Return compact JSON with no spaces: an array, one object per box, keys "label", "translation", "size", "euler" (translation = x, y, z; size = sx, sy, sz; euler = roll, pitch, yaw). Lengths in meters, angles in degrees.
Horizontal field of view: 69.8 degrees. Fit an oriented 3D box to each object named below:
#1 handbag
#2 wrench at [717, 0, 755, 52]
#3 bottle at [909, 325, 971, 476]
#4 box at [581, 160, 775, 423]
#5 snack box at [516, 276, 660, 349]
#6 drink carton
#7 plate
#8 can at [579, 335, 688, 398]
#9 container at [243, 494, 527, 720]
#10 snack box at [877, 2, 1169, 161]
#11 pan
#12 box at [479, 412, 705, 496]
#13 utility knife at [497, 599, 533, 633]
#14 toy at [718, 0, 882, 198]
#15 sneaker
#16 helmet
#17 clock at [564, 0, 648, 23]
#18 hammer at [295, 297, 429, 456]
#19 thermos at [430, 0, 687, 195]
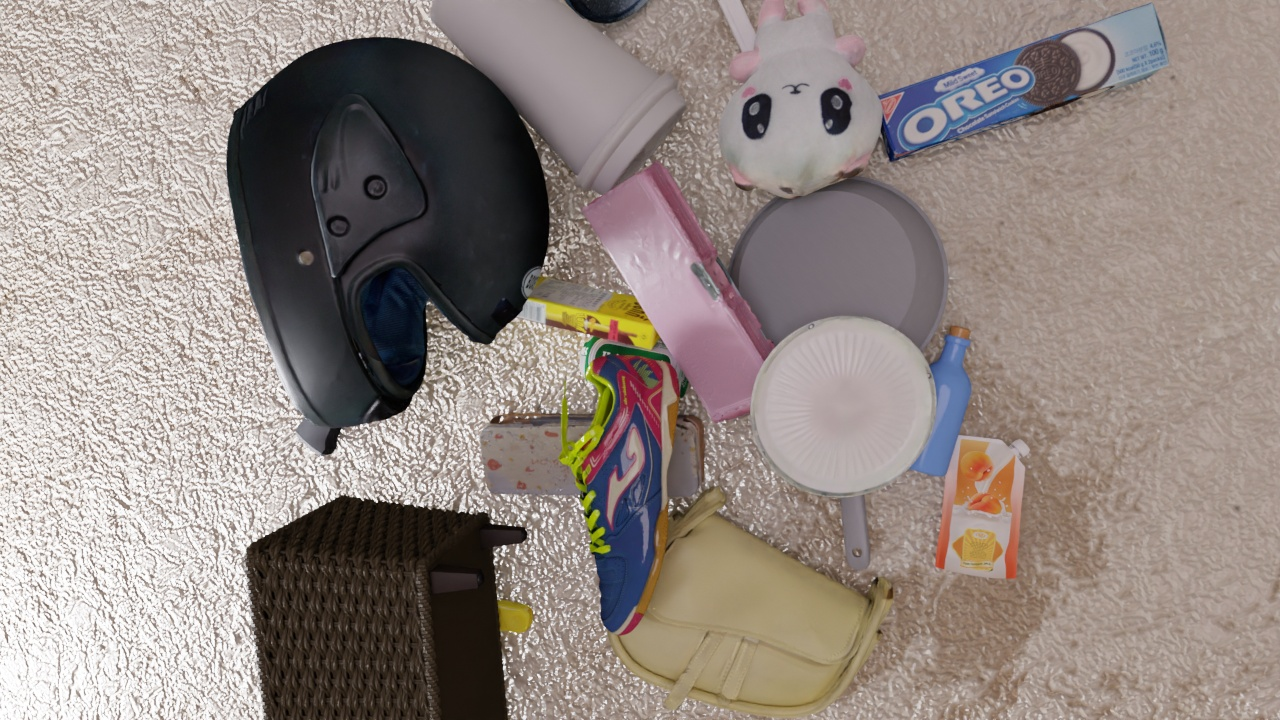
[{"label":"handbag","translation":[0.093,0.236,0.843],"size":[0.233,0.088,0.191],"euler":[27,95,12]},{"label":"wrench","translation":[0.085,-0.309,0.822],"size":[0.047,0.009,0.273],"euler":[-27,103,4]},{"label":"bottle","translation":[0.265,0.034,0.811],"size":[0.048,0.048,0.131],"euler":[16,96,13]},{"label":"box","translation":[0.042,-0.055,0.803],"size":[0.098,0.037,0.233],"euler":[-25,102,46]},{"label":"snack box","translation":[-0.050,-0.048,0.877],"size":[0.149,0.061,0.026],"euler":[13,116,13]},{"label":"drink carton","translation":[0.304,0.128,0.816],"size":[0.069,0.039,0.122],"euler":[6,87,15]},{"label":"plate","translation":[0.170,0.039,0.774],"size":[0.157,0.014,0.157],"euler":[0,100,-1]},{"label":"can","translation":[-0.005,0.005,0.874],"size":[0.101,0.053,0.053],"euler":[12,95,13]},{"label":"container","translation":[-0.214,0.302,0.863],"size":[0.205,0.176,0.321],"euler":[-2,97,12]},{"label":"snack box","translation":[0.319,-0.234,0.784],"size":[0.227,0.059,0.059],"euler":[-15,92,14]},{"label":"pan","translation":[0.175,0.008,0.814],"size":[0.201,0.050,0.356],"euler":[-6,83,23]},{"label":"box","translation":[-0.046,0.090,0.892],"size":[0.216,0.062,0.081],"euler":[-1,96,15]},{"label":"utility knife","translation":[-0.214,0.251,0.952],"size":[0.213,0.020,0.029],"euler":[7,94,12]},{"label":"toy","translation":[0.136,-0.229,0.793],"size":[0.139,0.101,0.179],"euler":[-3,87,12]},{"label":"sneaker","translation":[-0.028,0.115,0.803],"size":[0.091,0.116,0.241],"euler":[8,84,-14]},{"label":"helmet","translation":[-0.195,-0.113,0.785],"size":[0.236,0.249,0.316],"euler":[-10,91,1]},{"label":"clock","translation":[-0.021,-0.386,0.832],"size":[0.162,0.118,0.060],"euler":[-45,59,7]},{"label":"hammer","translation":[-0.255,-0.030,0.946],"size":[0.139,0.035,0.313],"euler":[38,101,11]},{"label":"thermos","translation":[-0.077,-0.261,0.825],"size":[0.222,0.131,0.132],"euler":[41,101,-3]}]
